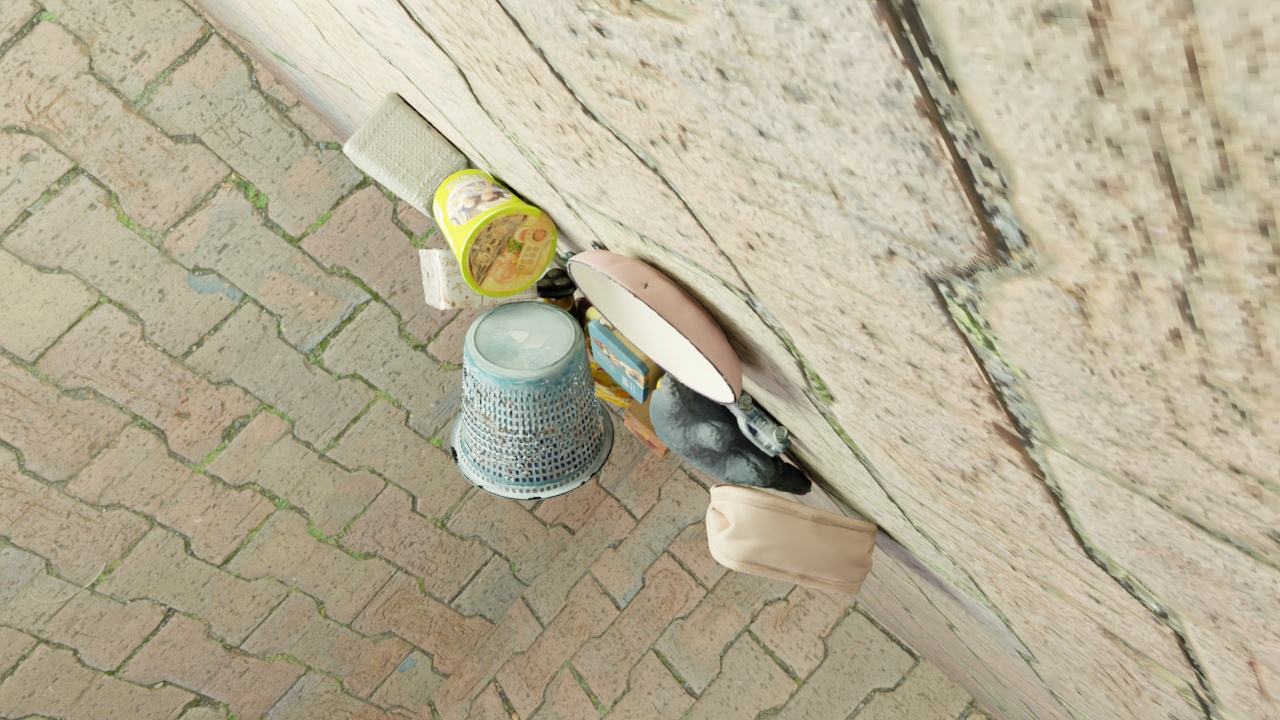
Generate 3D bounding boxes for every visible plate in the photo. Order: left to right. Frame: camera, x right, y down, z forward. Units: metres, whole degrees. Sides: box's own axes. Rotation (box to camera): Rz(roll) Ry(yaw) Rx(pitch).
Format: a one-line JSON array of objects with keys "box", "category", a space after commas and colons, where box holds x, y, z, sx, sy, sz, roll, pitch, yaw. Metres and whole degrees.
[{"box": [0.019, -0.036, 0.808, 0.192, 0.039, 0.192, 39, 171, 7], "category": "plate"}]

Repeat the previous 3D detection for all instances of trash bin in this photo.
[{"box": [-0.146, 0.038, 1.210, 0.226, 0.226, 0.195, 39, 144, 32], "category": "trash bin"}]

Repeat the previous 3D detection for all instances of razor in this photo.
[{"box": [-0.112, -0.075, 1.318, 0.168, 0.062, 0.067, 79, -175, -66], "category": "razor"}]

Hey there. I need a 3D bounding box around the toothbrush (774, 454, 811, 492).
[{"box": [0.174, 0.123, 1.207, 0.189, 0.014, 0.017, 45, 167, -31], "category": "toothbrush"}]

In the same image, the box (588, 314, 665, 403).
[{"box": [-0.008, -0.011, 1.057, 0.090, 0.061, 0.184, 43, 167, 12], "category": "box"}]

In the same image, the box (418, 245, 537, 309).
[{"box": [-0.211, -0.166, 1.210, 0.182, 0.152, 0.178, -160, 61, -69], "category": "box"}]

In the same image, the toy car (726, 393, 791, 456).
[{"box": [0.123, 0.066, 0.987, 0.090, 0.034, 0.043, 43, 179, -5], "category": "toy car"}]

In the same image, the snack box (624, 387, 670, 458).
[{"box": [0.035, 0.074, 1.311, 0.077, 0.092, 0.094, 41, 166, 10], "category": "snack box"}]

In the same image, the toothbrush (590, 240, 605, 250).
[{"box": [0.017, -0.051, 0.884, 0.181, 0.018, 0.015, 44, -177, -8], "category": "toothbrush"}]

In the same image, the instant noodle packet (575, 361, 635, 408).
[{"box": [-0.052, 0.032, 1.364, 0.128, 0.044, 0.111, 22, 171, 20], "category": "instant noodle packet"}]

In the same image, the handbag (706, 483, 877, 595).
[{"box": [0.168, 0.201, 1.148, 0.193, 0.093, 0.234, 16, -177, -10], "category": "handbag"}]

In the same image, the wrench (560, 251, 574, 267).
[{"box": [-0.055, -0.097, 0.998, 0.056, 0.016, 0.273, 43, 177, -12], "category": "wrench"}]

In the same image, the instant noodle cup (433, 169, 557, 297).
[{"box": [-0.167, -0.149, 1.006, 0.123, 0.111, 0.111, 49, -179, 39], "category": "instant noodle cup"}]

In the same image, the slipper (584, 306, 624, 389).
[{"box": [-0.007, 0.007, 1.218, 0.190, 0.081, 0.092, 40, 173, -12], "category": "slipper"}]

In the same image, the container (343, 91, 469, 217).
[{"box": [-0.268, -0.235, 1.077, 0.114, 0.090, 0.090, 39, 176, -4], "category": "container"}]

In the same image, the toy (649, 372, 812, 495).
[{"box": [0.090, 0.085, 1.086, 0.138, 0.091, 0.356, 19, 167, 43], "category": "toy"}]

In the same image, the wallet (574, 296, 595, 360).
[{"box": [-0.073, -0.048, 1.380, 0.101, 0.032, 0.124, 64, 168, -8], "category": "wallet"}]
